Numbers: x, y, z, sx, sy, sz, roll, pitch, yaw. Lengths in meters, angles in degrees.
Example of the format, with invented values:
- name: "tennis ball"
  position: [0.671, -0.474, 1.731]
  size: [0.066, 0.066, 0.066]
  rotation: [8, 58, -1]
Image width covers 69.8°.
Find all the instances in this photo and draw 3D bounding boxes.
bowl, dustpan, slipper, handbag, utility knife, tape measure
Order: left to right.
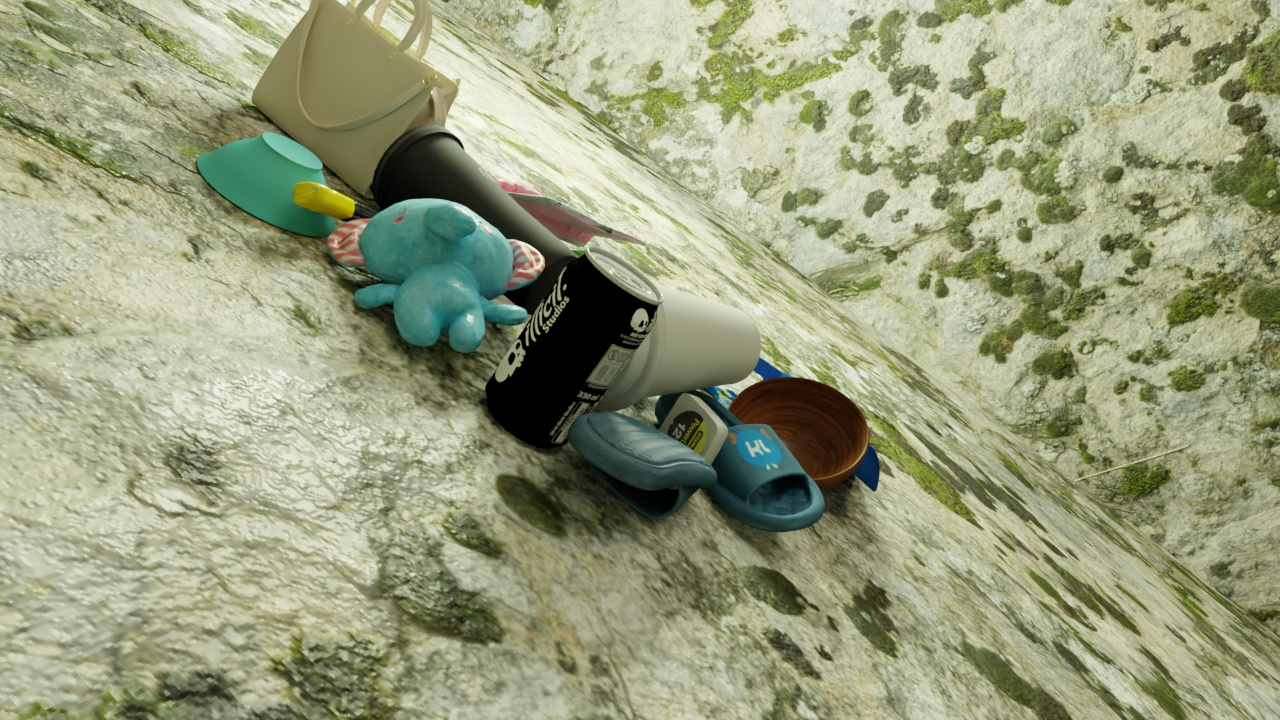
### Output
- name: "bowl"
  position: [-0.308, -0.161, 0.786]
  size: [0.121, 0.046, 0.121]
  rotation: [33, 17, -11]
- name: "utility knife"
  position: [-0.248, -0.128, 0.821]
  size: [0.029, 0.020, 0.186]
  rotation: [4, -3, 12]
- name: "handbag"
  position: [-0.279, -0.297, 0.954]
  size: [0.194, 0.198, 0.101]
  rotation: [39, 17, 11]
- name: "slipper"
  position: [-0.005, 0.081, 0.718]
  size: [0.104, 0.059, 0.213]
  rotation: [32, 2, 19]
- name: "tape measure"
  position: [0.044, 0.070, 0.835]
  size: [0.016, 0.064, 0.065]
  rotation: [19, 17, -44]
- name: "slipper"
  position: [0.094, 0.083, 0.866]
  size: [0.103, 0.059, 0.213]
  rotation: [-5, 34, -35]
- name: "dustpan"
  position: [0.177, 0.052, 1.109]
  size: [0.257, 0.059, 0.245]
  rotation: [33, 2, 8]
- name: "bowl"
  position: [0.160, 0.092, 0.964]
  size: [0.147, 0.069, 0.147]
  rotation: [0, 43, 0]

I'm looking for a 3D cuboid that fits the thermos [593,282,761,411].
- name: "thermos"
  position: [0.022, -0.018, 0.874]
  size: [0.221, 0.132, 0.131]
  rotation: [3, 36, -51]

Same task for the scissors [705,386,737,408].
- name: "scissors"
  position: [0.085, 0.037, 1.105]
  size: [0.132, 0.020, 0.097]
  rotation: [33, 13, -15]

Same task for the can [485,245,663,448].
- name: "can"
  position: [-0.052, -0.009, 0.705]
  size: [0.080, 0.146, 0.080]
  rotation: [33, 17, -11]

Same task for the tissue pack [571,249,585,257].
- name: "tissue pack"
  position: [-0.051, -0.101, 1.171]
  size: [0.114, 0.034, 0.099]
  rotation: [40, 18, 19]

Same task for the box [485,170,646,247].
- name: "box"
  position: [-0.118, -0.177, 1.115]
  size: [0.180, 0.051, 0.232]
  rotation: [27, 7, 29]

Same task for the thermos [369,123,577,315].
- name: "thermos"
  position: [-0.159, -0.135, 0.898]
  size: [0.218, 0.106, 0.105]
  rotation: [40, 17, 21]

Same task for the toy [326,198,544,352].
- name: "toy"
  position: [-0.163, -0.077, 0.750]
  size: [0.183, 0.115, 0.180]
  rotation: [8, 31, -17]
